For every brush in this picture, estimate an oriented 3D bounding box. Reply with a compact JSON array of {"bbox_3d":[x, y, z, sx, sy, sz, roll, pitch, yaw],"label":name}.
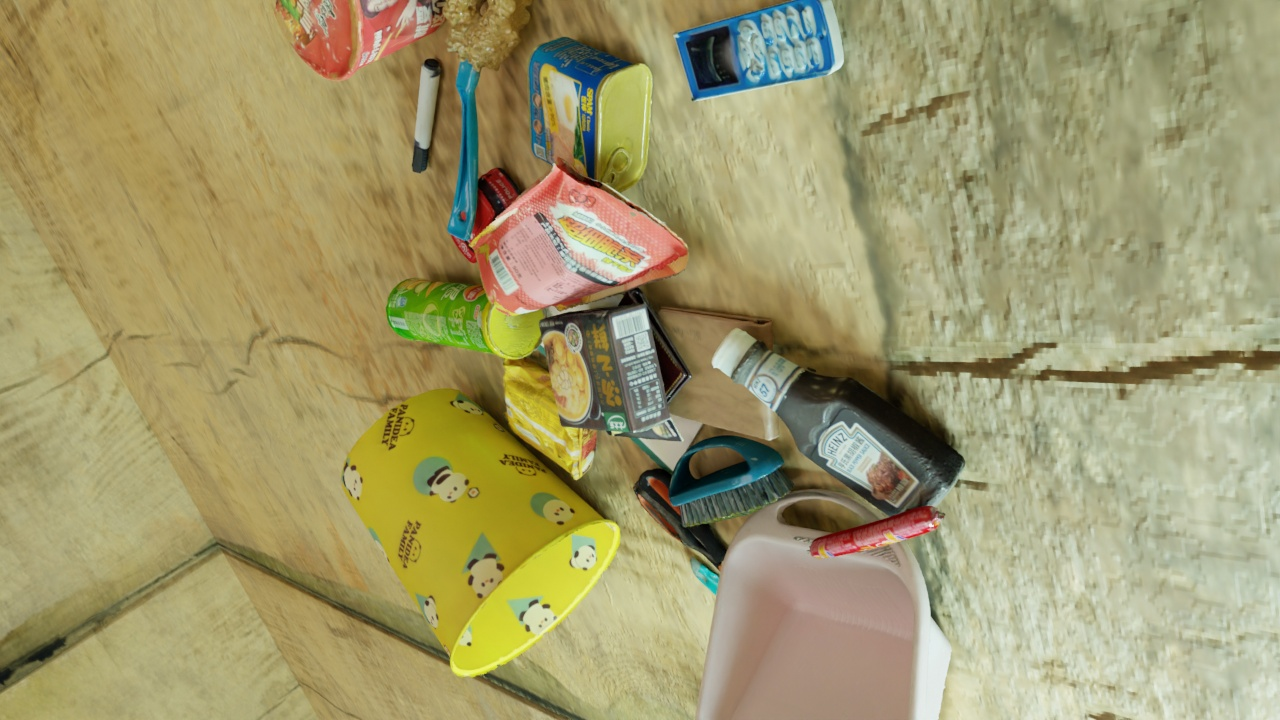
[{"bbox_3d":[0.072,0.104,0.819,0.144,0.055,0.073,-31,86,53],"label":"brush"},{"bbox_3d":[-0.143,-0.218,0.786,0.083,0.045,0.255,28,128,19],"label":"brush"}]

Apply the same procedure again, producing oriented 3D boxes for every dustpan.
[{"bbox_3d":[0.130,0.254,0.753,0.223,0.272,0.139,0,142,45],"label":"dustpan"}]

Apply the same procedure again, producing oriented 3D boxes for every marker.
[{"bbox_3d":[-0.210,-0.235,0.894,0.018,0.022,0.131,9,142,-13],"label":"marker"}]

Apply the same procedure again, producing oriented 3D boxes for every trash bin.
[{"bbox_3d":[-0.191,0.181,1.041,0.255,0.229,0.230,43,142,25],"label":"trash bin"}]

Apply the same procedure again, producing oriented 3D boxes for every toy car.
[{"bbox_3d":[-0.155,-0.137,0.891,0.053,0.045,0.121,53,145,5],"label":"toy car"}]

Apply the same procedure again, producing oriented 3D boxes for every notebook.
[{"bbox_3d":[-0.022,0.002,0.878,0.209,0.012,0.151,43,142,16],"label":"notebook"}]

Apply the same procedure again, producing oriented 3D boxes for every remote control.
[{"bbox_3d":[0.075,-0.204,0.603,0.125,0.024,0.049,5,121,44],"label":"remote control"}]

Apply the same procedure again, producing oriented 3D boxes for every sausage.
[{"bbox_3d":[0.173,0.132,0.690,0.020,0.020,0.156,54,147,1],"label":"sausage"}]

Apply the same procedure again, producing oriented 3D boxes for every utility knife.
[{"bbox_3d":[0.112,0.260,0.930,0.171,0.013,0.029,38,141,21],"label":"utility knife"}]

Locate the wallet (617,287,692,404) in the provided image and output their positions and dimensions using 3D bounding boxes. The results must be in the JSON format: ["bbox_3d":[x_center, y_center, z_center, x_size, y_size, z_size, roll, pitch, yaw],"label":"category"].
[{"bbox_3d":[-0.005,0.005,0.823,0.096,0.020,0.123,56,146,15],"label":"wallet"}]

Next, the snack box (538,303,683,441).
[{"bbox_3d":[-0.028,0.016,0.807,0.113,0.053,0.125,-2,102,53],"label":"snack box"}]

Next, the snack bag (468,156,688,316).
[{"bbox_3d":[-0.061,-0.093,0.760,0.128,0.073,0.208,37,152,-20],"label":"snack bag"}]

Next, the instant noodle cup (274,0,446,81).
[{"bbox_3d":[-0.237,-0.321,0.783,0.138,0.108,0.138,28,136,31],"label":"instant noodle cup"}]

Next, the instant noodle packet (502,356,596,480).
[{"bbox_3d":[-0.099,0.056,0.979,0.128,0.044,0.111,35,140,27],"label":"instant noodle packet"}]

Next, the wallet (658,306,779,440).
[{"bbox_3d":[0.064,0.009,0.770,0.115,0.020,0.101,10,115,40],"label":"wallet"}]

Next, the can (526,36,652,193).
[{"bbox_3d":[-0.041,-0.191,0.715,0.083,0.057,0.102,33,138,30],"label":"can"}]

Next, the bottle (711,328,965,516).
[{"bbox_3d":[0.141,0.044,0.688,0.195,0.043,0.080,36,141,13],"label":"bottle"}]

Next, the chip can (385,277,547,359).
[{"bbox_3d":[-0.190,-0.048,0.965,0.222,0.072,0.072,9,124,47],"label":"chip can"}]

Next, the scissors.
[{"bbox_3d":[0.081,0.192,0.898,0.235,0.021,0.125,35,147,25],"label":"scissors"}]
